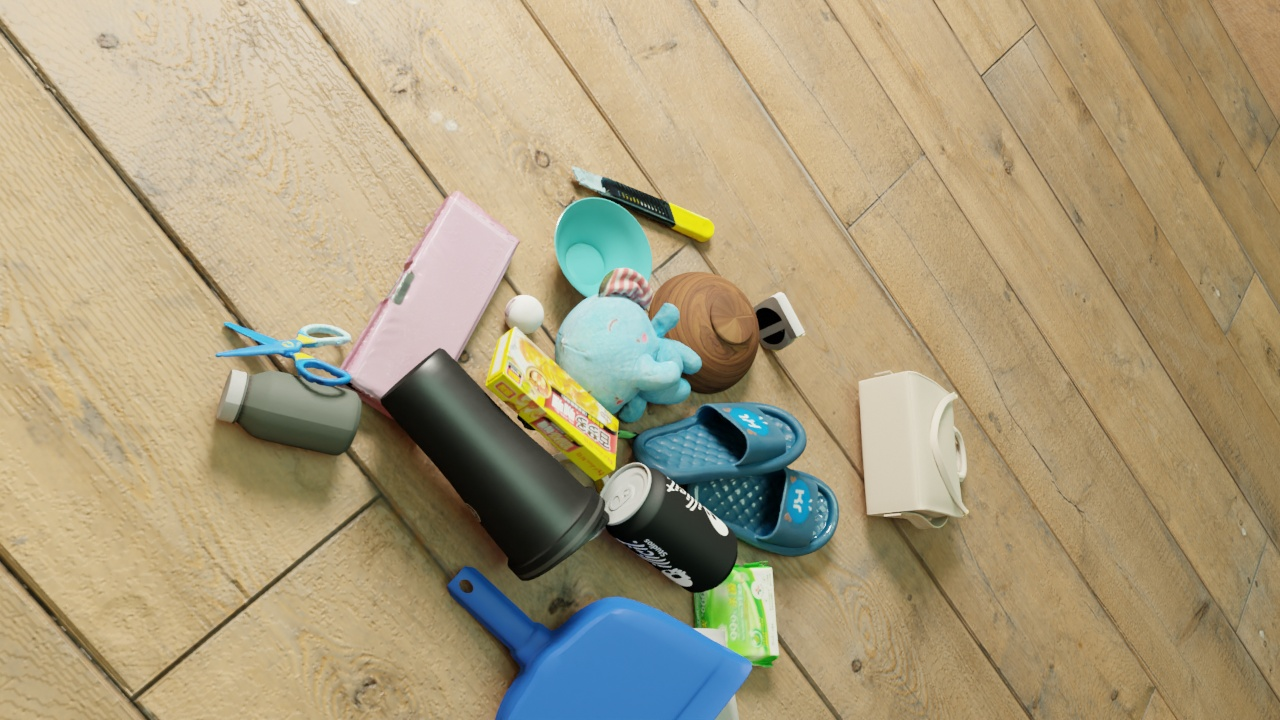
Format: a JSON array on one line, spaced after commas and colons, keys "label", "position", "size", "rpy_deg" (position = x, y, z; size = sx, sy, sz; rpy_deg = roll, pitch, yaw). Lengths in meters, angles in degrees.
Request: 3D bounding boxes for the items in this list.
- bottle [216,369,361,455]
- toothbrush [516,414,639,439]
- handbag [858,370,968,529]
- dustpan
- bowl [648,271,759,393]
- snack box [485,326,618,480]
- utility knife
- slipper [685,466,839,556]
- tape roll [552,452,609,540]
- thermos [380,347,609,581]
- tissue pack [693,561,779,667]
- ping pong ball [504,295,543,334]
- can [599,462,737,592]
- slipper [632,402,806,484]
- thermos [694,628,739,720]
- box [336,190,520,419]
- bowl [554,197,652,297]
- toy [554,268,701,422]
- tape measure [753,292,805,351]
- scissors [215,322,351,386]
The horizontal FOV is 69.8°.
[{"label": "bottle", "position": [-0.300, 0.043, 0.787], "size": [0.108, 0.060, 0.060], "rpy_deg": [18, 67, -28]}, {"label": "toothbrush", "position": [-0.056, 0.071, 0.930], "size": [0.187, 0.014, 0.017], "rpy_deg": [15, 38, -51]}, {"label": "handbag", "position": [0.374, 0.122, 1.197], "size": [0.197, 0.101, 0.194], "rpy_deg": [15, 68, -42]}, {"label": "dustpan", "position": [-0.073, 0.284, 0.835], "size": [0.257, 0.060, 0.245], "rpy_deg": [43, 77, -3]}, {"label": "bowl", "position": [0.088, -0.040, 1.060], "size": [0.147, 0.069, 0.147], "rpy_deg": [10, 71, -31]}, {"label": "snack box", "position": [-0.080, 0.042, 0.870], "size": [0.152, 0.025, 0.075], "rpy_deg": [45, 27, -26]}, {"label": "utility knife", "position": [0.004, -0.184, 1.077], "size": [0.197, 0.020, 0.028], "rpy_deg": [20, 65, -29]}, {"label": "slipper", "position": [0.146, 0.166, 1.046], "size": [0.213, 0.059, 0.103], "rpy_deg": [14, 71, -27]}, {"label": "tape roll", "position": [-0.072, 0.140, 0.934], "size": [0.094, 0.019, 0.094], "rpy_deg": [9, 72, -31]}, {"label": "thermos", "position": [-0.134, 0.093, 0.831], "size": [0.218, 0.106, 0.105], "rpy_deg": [50, 56, -12]}, {"label": "tissue pack", "position": [0.105, 0.278, 1.003], "size": [0.099, 0.034, 0.114], "rpy_deg": [7, 71, -30]}, {"label": "ping pong ball", "position": [-0.120, -0.047, 0.943], "size": [0.040, 0.040, 0.040], "rpy_deg": [10, 71, -31]}, {"label": "can", "position": [0.029, 0.172, 0.940], "size": [0.146, 0.080, 0.080], "rpy_deg": [42, 57, -29]}, {"label": "slipper", "position": [0.089, 0.082, 1.012], "size": [0.213, 0.059, 0.103], "rpy_deg": [-9, 41, -28]}, {"label": "thermos", "position": [0.049, 0.380, 0.889], "size": [0.131, 0.132, 0.221], "rpy_deg": [12, 62, -30]}, {"label": "box", "position": [-0.202, -0.051, 0.896], "size": [0.098, 0.041, 0.232], "rpy_deg": [37, 60, -28]}, {"label": "bowl", "position": [-0.050, -0.112, 1.004], "size": [0.121, 0.046, 0.121], "rpy_deg": [10, 71, -31]}, {"label": "toy", "position": [-0.006, 0.006, 0.958], "size": [0.180, 0.115, 0.183], "rpy_deg": [19, 95, -32]}, {"label": "tape measure", "position": [0.164, -0.045, 1.114], "size": [0.016, 0.065, 0.064], "rpy_deg": [-28, 90, -36]}, {"label": "scissors", "position": [-0.304, -0.013, 0.803], "size": [0.125, 0.016, 0.125], "rpy_deg": [23, 23, 2]}]
